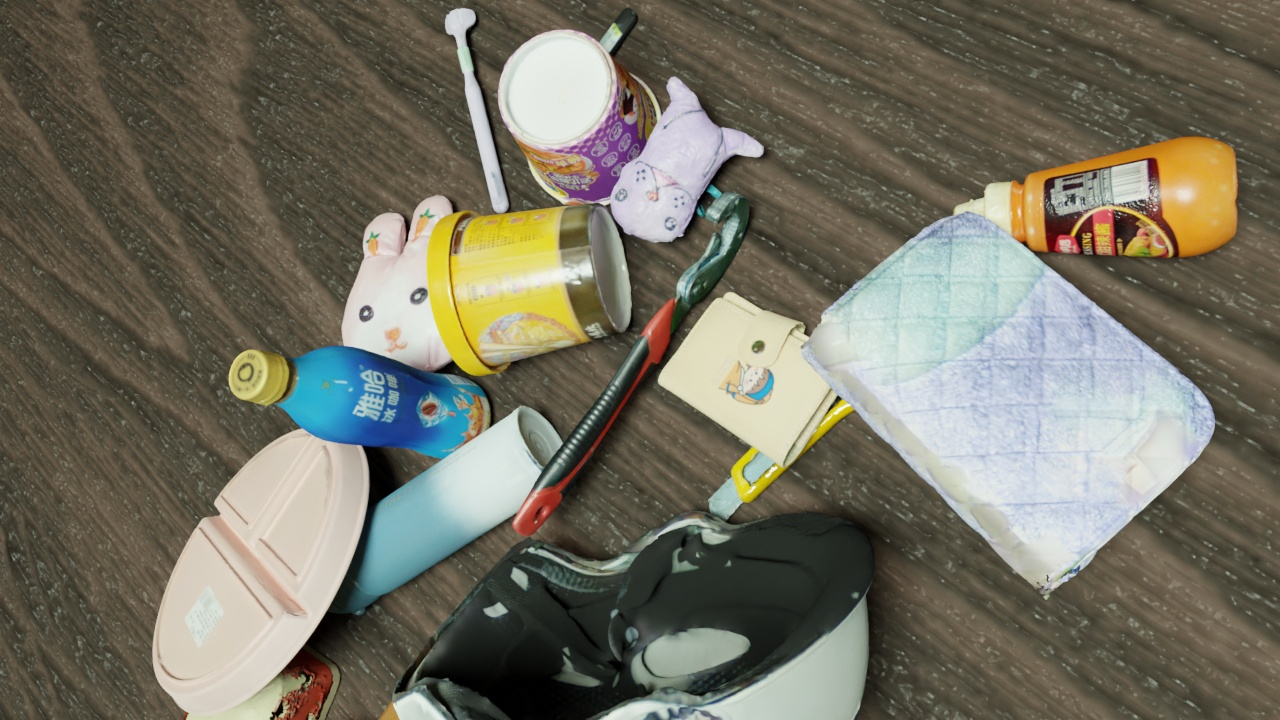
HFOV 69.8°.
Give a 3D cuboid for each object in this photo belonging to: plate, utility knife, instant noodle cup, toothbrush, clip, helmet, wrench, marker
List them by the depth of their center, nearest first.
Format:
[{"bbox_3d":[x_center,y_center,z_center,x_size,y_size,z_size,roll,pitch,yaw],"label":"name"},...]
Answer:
[{"bbox_3d":[0.007,0.195,0.522,0.274,0.229,0.157,-12,101,9],"label":"helmet"},{"bbox_3d":[0.108,0.045,0.603,0.181,0.015,0.033,-46,63,9],"label":"utility knife"},{"bbox_3d":[-0.004,0.004,0.625,0.016,0.056,0.273,32,86,28],"label":"wrench"},{"bbox_3d":[-0.074,-0.056,0.652,0.114,0.118,0.118,-10,76,14],"label":"instant noodle cup"},{"bbox_3d":[-0.046,-0.178,0.659,0.112,0.099,0.111,-1,84,12],"label":"instant noodle cup"},{"bbox_3d":[0.037,-0.131,0.670,0.047,0.014,0.057,-45,67,12],"label":"clip"},{"bbox_3d":[-0.293,0.148,0.695,0.230,0.028,0.229,-26,44,27],"label":"plate"},{"bbox_3d":[-0.041,-0.225,0.723,0.018,0.015,0.124,37,93,24],"label":"marker"},{"bbox_3d":[-0.133,-0.206,0.757,0.029,0.021,0.189,-19,74,17],"label":"toothbrush"}]

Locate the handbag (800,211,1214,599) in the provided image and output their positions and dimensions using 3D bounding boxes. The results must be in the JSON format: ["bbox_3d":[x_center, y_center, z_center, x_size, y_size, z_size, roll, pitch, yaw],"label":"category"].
[{"bbox_3d":[0.204,0.018,0.526,0.134,0.076,0.194,-38,67,-9],"label":"handbag"}]

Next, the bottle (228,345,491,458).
[{"bbox_3d":[-0.182,0.028,0.621,0.065,0.218,0.065,-4,79,22],"label":"bottle"}]

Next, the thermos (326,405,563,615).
[{"bbox_3d":[-0.156,0.115,0.677,0.221,0.070,0.070,-33,69,14],"label":"thermos"}]

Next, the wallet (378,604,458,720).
[{"bbox_3d":[-0.117,0.237,0.619,0.108,0.031,0.131,15,49,25],"label":"wallet"}]

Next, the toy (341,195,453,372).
[{"bbox_3d":[-0.188,-0.057,0.735,0.121,0.054,0.159,-17,65,19],"label":"toy"}]

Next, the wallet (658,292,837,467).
[{"bbox_3d":[0.076,0.006,0.613,0.115,0.024,0.087,33,87,38],"label":"wallet"}]

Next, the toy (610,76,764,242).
[{"bbox_3d":[0.025,-0.131,0.646,0.084,0.039,0.108,37,97,5],"label":"toy"}]

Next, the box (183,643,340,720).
[{"bbox_3d":[-0.311,0.300,0.704,0.091,0.075,0.168,21,89,26],"label":"box"}]

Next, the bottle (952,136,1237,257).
[{"bbox_3d":[0.261,-0.090,0.540,0.150,0.066,0.066,-2,79,31],"label":"bottle"}]
